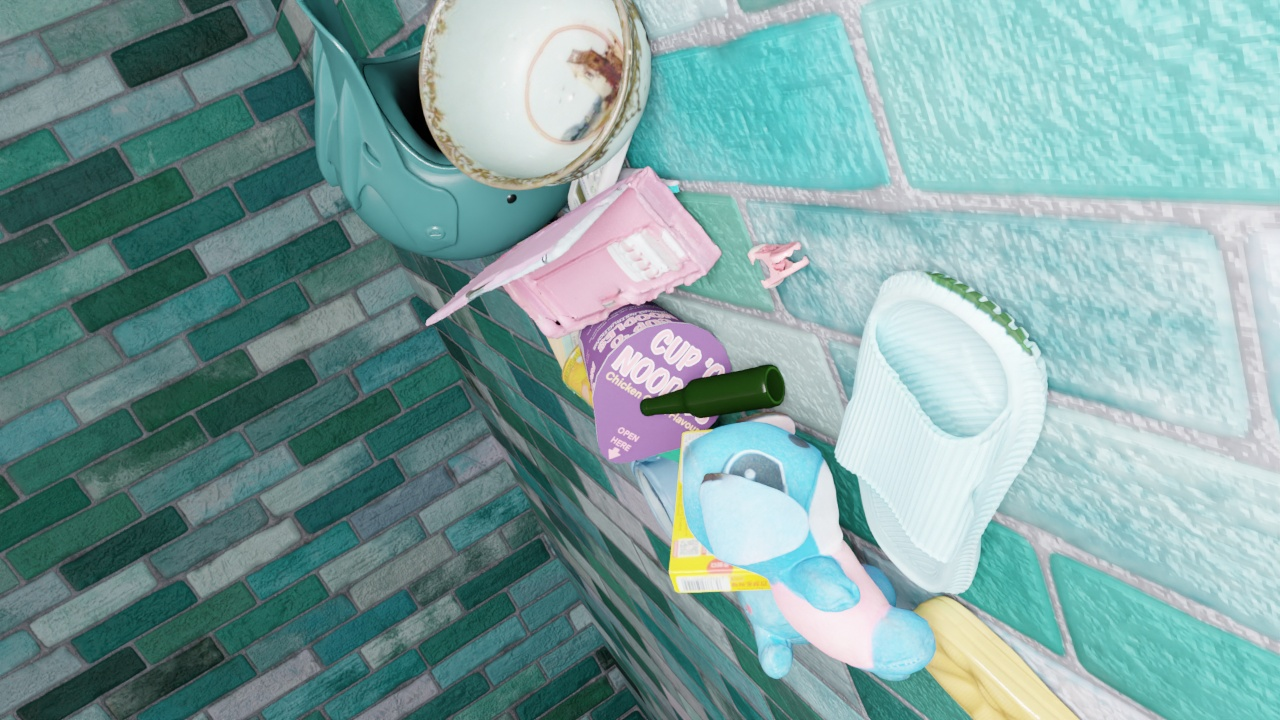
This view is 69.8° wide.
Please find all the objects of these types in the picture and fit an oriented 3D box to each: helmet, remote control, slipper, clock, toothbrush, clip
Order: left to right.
[{"bbox_3d":[-0.167,-0.198,0.746,0.275,0.200,0.176,88,158,-57],"label":"helmet"},{"bbox_3d":[-0.030,-0.152,0.718,0.134,0.022,0.050,116,138,-55],"label":"remote control"},{"bbox_3d":[-0.012,-0.145,0.737,0.188,0.018,0.019,27,134,63],"label":"toothbrush"},{"bbox_3d":[0.034,0.135,1.031,0.162,0.060,0.118,58,167,22],"label":"clock"},{"bbox_3d":[0.085,-0.066,0.581,0.045,0.023,0.060,54,169,15],"label":"clip"},{"bbox_3d":[0.151,0.060,0.515,0.116,0.069,0.277,52,164,38],"label":"slipper"},{"bbox_3d":[0.250,0.268,0.567,0.263,0.078,0.100,50,164,32],"label":"slipper"}]

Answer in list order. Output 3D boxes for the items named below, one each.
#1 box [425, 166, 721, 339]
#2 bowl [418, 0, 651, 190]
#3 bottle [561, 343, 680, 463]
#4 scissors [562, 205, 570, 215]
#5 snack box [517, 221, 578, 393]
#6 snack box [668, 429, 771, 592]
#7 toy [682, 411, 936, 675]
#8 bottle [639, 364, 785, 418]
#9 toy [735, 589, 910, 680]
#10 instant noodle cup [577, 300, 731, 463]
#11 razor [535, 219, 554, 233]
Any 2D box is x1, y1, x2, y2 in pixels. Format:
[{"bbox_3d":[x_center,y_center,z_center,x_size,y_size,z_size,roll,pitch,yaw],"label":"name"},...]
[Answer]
[{"bbox_3d":[-0.063,-0.054,0.718,0.106,0.115,0.233,47,148,-19],"label":"box"},{"bbox_3d":[-0.056,-0.189,0.613,0.160,0.160,0.093,56,-155,13],"label":"bowl"},{"bbox_3d":[0.017,0.056,0.889,0.210,0.068,0.068,39,157,23],"label":"bottle"},{"bbox_3d":[-0.055,-0.140,0.889,0.125,0.016,0.123,59,168,8],"label":"scissors"},{"bbox_3d":[-0.097,-0.072,1.052,0.194,0.044,0.141,85,160,-55],"label":"snack box"},{"bbox_3d":[0.067,0.113,0.719,0.152,0.075,0.025,-81,-19,-50],"label":"snack box"},{"bbox_3d":[0.106,0.115,0.614,0.191,0.099,0.223,47,-168,-1],"label":"toy"},{"bbox_3d":[0.052,0.028,0.713,0.123,0.032,0.033,-12,112,37],"label":"bottle"},{"bbox_3d":[0.135,0.202,0.735,0.183,0.115,0.180,40,-179,-35],"label":"toy"},{"bbox_3d":[-0.005,0.005,0.810,0.122,0.137,0.122,32,-169,-30],"label":"instant noodle cup"},{"bbox_3d":[-0.103,-0.175,0.914,0.021,0.044,0.144,-79,-18,-66],"label":"razor"}]
